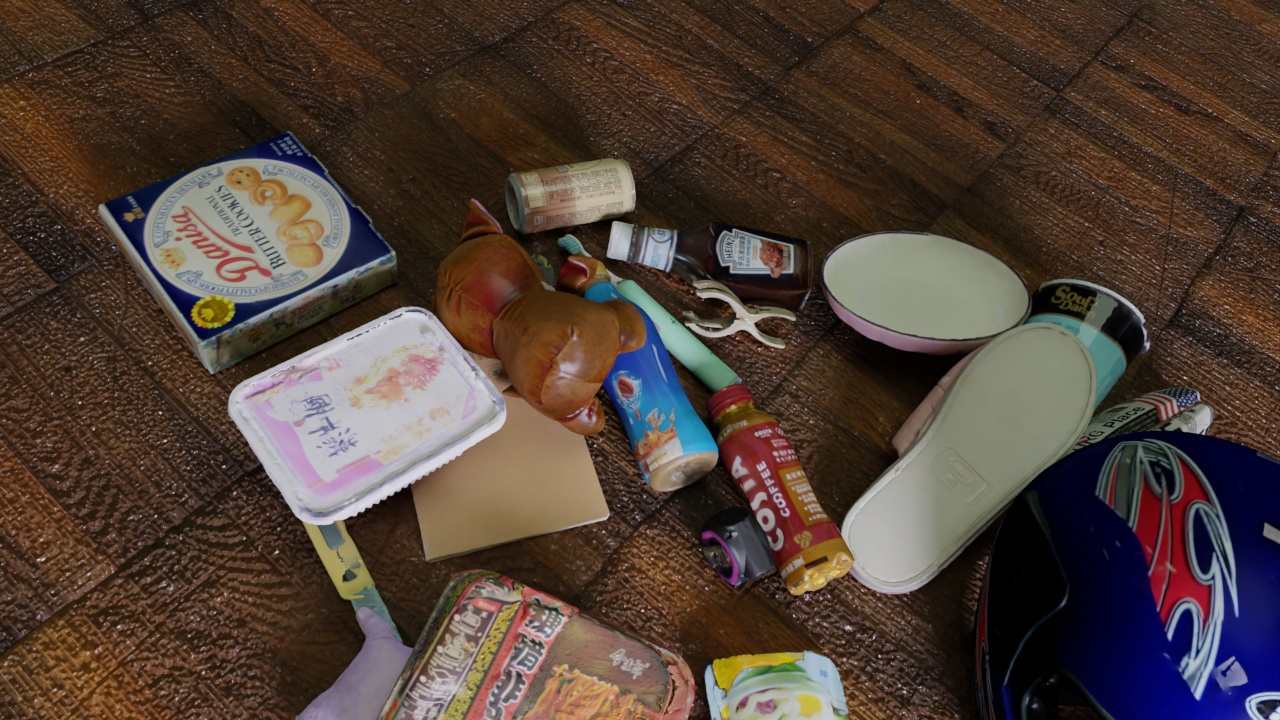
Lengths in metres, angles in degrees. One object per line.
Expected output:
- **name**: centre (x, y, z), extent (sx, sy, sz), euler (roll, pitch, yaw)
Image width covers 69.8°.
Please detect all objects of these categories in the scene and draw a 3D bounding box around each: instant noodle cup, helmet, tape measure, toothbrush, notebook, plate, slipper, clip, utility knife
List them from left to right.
- **utility knife**: centre (-0.229, 0.135, 0.690), extent (0.031, 0.021, 0.198), euler (-28, 70, -19)
- **instant noodle cup**: centre (-0.206, 0.048, 0.708), extent (0.173, 0.060, 0.138), euler (-31, 66, -28)
- **notebook**: centre (-0.125, 0.055, 0.763), extent (0.147, 0.008, 0.207), euler (-11, 60, -17)
- **instant noodle cup**: centre (-0.070, 0.245, 0.604), extent (0.189, 0.079, 0.164), euler (22, 56, 6)
- **toothbrush**: centre (0.005, -0.046, 0.842), extent (0.224, 0.027, 0.027), euler (44, 43, 18)
- **clip**: centre (0.084, -0.030, 0.848), extent (0.104, 0.082, 0.034), euler (29, 19, -16)
- **tape measure**: centre (0.072, 0.144, 0.710), extent (0.039, 0.058, 0.057), euler (-25, 86, -22)
- **plate**: centre (0.266, -0.060, 0.870), extent (0.192, 0.039, 0.192), euler (0, 37, 0)
- **slipper**: centre (0.270, 0.081, 0.761), extent (0.114, 0.054, 0.274), euler (41, 82, 18)
- **instant noodle cup**: centre (0.379, 0.006, 0.832), extent (0.111, 0.111, 0.120), euler (35, 74, 12)
- **helmet**: centre (0.366, 0.197, 0.620), extent (0.247, 0.241, 0.314), euler (15, 57, -1)

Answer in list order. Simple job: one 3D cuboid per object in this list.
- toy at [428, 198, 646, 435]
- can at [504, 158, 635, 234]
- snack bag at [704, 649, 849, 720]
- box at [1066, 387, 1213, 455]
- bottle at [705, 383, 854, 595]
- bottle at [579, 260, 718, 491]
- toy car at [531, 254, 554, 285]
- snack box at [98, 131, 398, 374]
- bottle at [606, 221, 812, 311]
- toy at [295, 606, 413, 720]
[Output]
- **toy**: centre (-0.092, -0.036, 0.751), extent (0.199, 0.130, 0.140), euler (32, 101, 23)
- **can**: centre (-0.068, -0.159, 0.885), extent (0.116, 0.059, 0.058), euler (-13, 60, -18)
- **snack bag**: centre (0.104, 0.300, 0.628), extent (0.110, 0.039, 0.190), euler (6, 56, -20)
- **box**: centre (0.444, 0.066, 0.836), extent (0.162, 0.076, 0.087), euler (-22, 44, -20)
- **bottle**: centre (0.107, 0.100, 0.747), extent (0.057, 0.058, 0.174), euler (-16, 61, -20)
- **bottle**: centre (-0.005, 0.005, 0.785), extent (0.065, 0.065, 0.218), euler (-14, 60, -19)
- **toy car**: centre (-0.124, -0.077, 0.833), extent (0.091, 0.036, 0.043), euler (11, 54, -3)
- **snack box**: centre (-0.339, -0.102, 0.804), extent (0.182, 0.046, 0.178), euler (-33, 67, -28)
- **bottle**: centre (0.066, -0.098, 0.880), extent (0.195, 0.044, 0.079), euler (11, 55, -3)
- **toy**: centre (-0.185, 0.228, 0.616), extent (0.084, 0.039, 0.107), euler (35, 56, 1)
